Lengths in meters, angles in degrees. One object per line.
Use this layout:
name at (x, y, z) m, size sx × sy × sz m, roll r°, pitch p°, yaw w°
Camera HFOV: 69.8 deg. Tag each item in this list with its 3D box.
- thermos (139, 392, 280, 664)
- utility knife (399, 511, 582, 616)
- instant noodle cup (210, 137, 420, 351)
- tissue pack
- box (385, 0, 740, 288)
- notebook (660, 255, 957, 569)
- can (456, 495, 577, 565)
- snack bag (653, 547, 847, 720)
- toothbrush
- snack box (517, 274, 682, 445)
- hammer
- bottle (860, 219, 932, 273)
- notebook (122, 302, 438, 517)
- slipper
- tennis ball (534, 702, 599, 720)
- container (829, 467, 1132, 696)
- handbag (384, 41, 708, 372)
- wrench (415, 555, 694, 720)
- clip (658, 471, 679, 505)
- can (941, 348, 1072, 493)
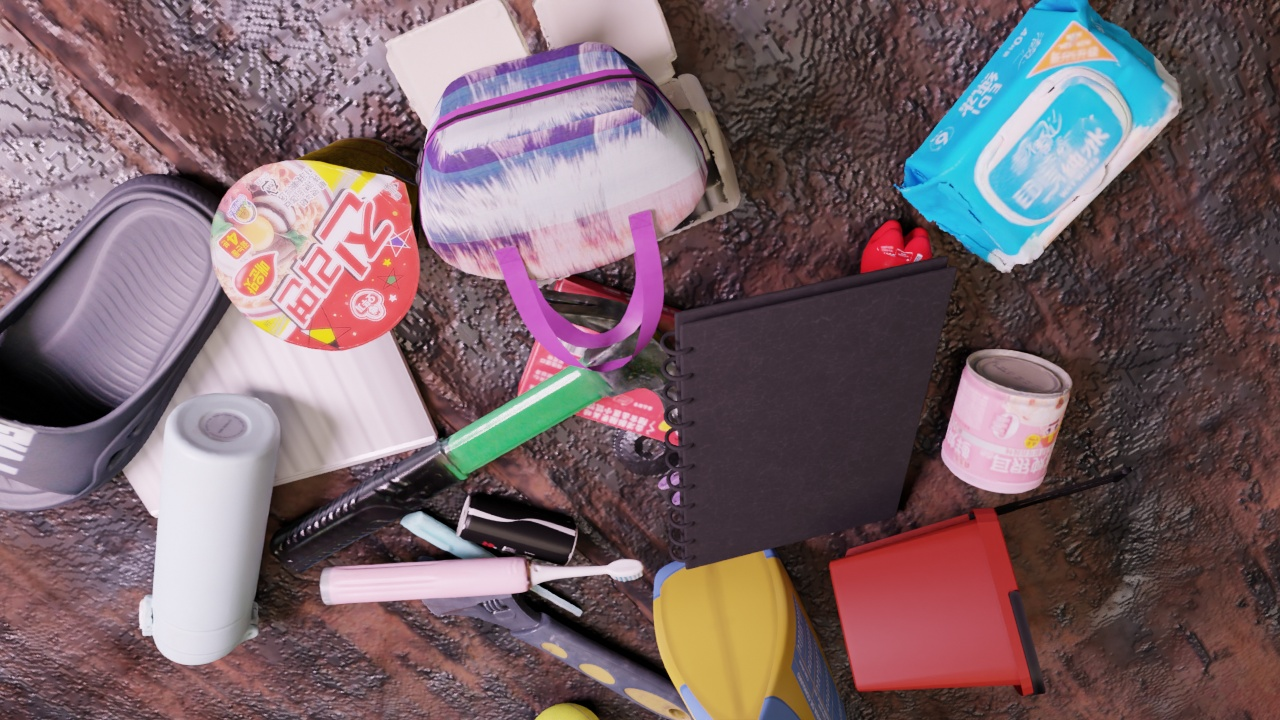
thermos at (-0.284, 0.119, 0.607) m, size 0.077 × 0.065 × 0.207 m, roll 3°, pitch 127°, yaw -29°
utility knife at (-0.105, 0.155, 0.676) m, size 0.158 × 0.015 × 0.022 m, roll 36°, pitch 132°, yaw -20°
instant noodle cup at (-0.163, -0.074, 0.499) m, size 0.100 × 0.112 × 0.100 m, roll -2°, pitch 118°, yaw -4°
tissue pack at (0.226, -0.125, 0.523) m, size 0.093 × 0.061 × 0.145 m, roll 31°, pitch 112°, yaw -18°
box at (-0.037, -0.136, 0.501) m, size 0.145 × 0.100 × 0.187 m, roll -20°, pitch 137°, yaw 5°
notebook at (0.098, 0.045, 0.579) m, size 0.169 × 0.019 × 0.232 m, roll -12°, pitch 135°, yaw -8°
can at (-0.087, 0.120, 0.650) m, size 0.080 × 0.031 × 0.032 m, roll 18°, pitch 115°, yaw -12°
snack bag at (0.084, 0.246, 0.628) m, size 0.102 × 0.205 × 0.159 m, roll -22°, pitch 117°, yaw 8°
toothbrush at (-0.109, 0.151, 0.636) m, size 0.222 × 0.027 × 0.027 m, roll -3°, pitch 144°, yaw 1°
snack box at (-0.004, 0.003, 0.599) m, size 0.133 × 0.021 × 0.089 m, roll 18°, pitch 115°, yaw -12°
hammer at (-0.120, 0.061, 0.601) m, size 0.319 × 0.032 × 0.130 m, roll -30°, pitch 120°, yaw 18°
bottle at (0.147, -0.018, 0.586) m, size 0.042 × 0.041 × 0.142 m, roll 9°, pitch 117°, yaw -8°
notebook at (-0.256, 0.021, 0.601) m, size 0.210 × 0.009 × 0.143 m, roll -15°, pitch 117°, yaw 4°
slipper at (-0.333, 0.009, 0.541) m, size 0.110 × 0.083 × 0.268 m, roll 39°, pitch 107°, yaw -21°
tennis ball at (-0.059, 0.307, 0.730) m, size 0.065 × 0.065 × 0.065 m, roll -1°, pitch 118°, yaw -3°
container at (0.240, 0.158, 0.618) m, size 0.201 × 0.127 × 0.148 m, roll -15°, pitch 161°, yaw 15°
handbag at (-0.034, -0.061, 0.461) m, size 0.144 × 0.068 × 0.170 m, roll -15°, pitch 136°, yaw 0°
wrench at (-0.056, 0.219, 0.704) m, size 0.273 × 0.022 × 0.074 m, roll 36°, pitch 125°, yaw -22°
clip at (0.038, 0.081, 0.648) m, size 0.052 × 0.013 × 0.036 m, roll -37°, pitch 115°, yaw 12°
can at (0.241, 0.040, 0.608) m, size 0.067 × 0.067 × 0.076 m, roll 2°, pitch 117°, yaw -5°
